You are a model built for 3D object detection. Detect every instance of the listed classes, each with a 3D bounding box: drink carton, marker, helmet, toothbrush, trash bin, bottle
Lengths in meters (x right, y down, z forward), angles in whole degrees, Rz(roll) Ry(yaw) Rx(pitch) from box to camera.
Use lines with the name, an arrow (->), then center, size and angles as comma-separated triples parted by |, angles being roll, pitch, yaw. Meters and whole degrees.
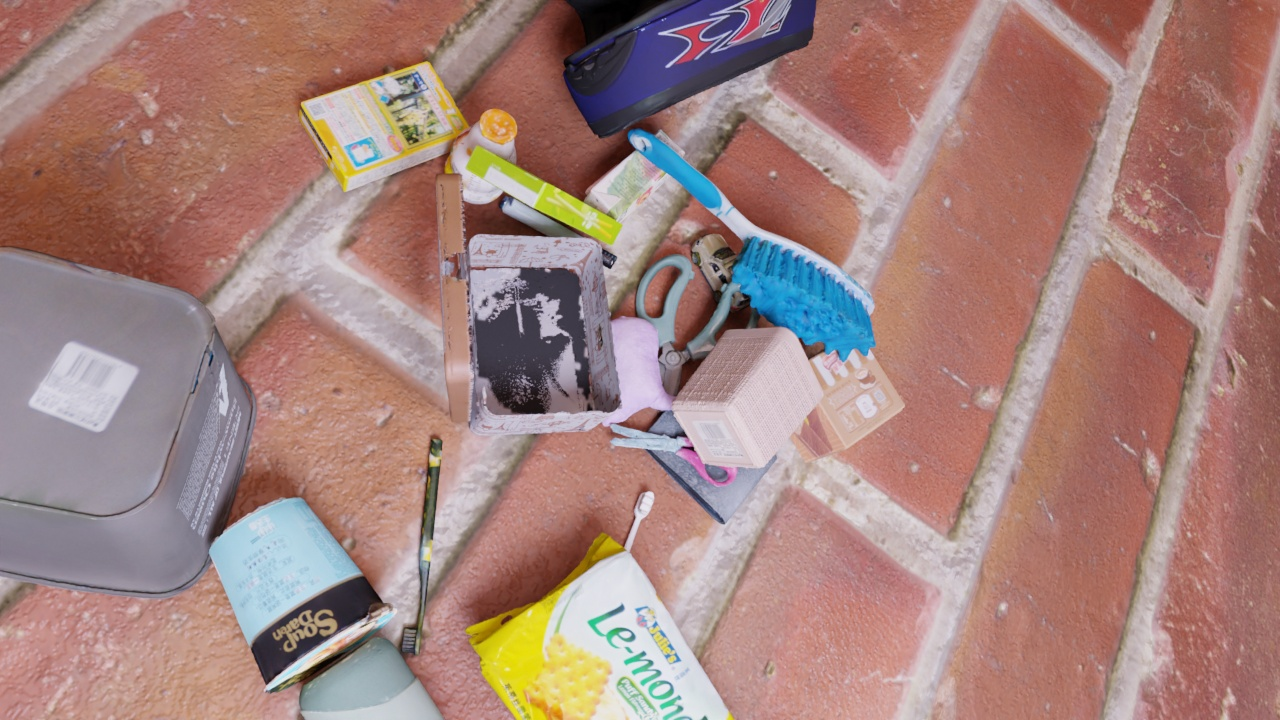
drink carton -> -0.011, -0.187, 0.961 | 0.045, 0.054, 0.122 | 44, 62, -1
marker -> -0.083, -0.129, 0.930 | 0.130, 0.022, 0.018 | 28, 98, -13
helmet -> 0.030, -0.388, 0.932 | 0.314, 0.248, 0.240 | -36, 106, -36
toothbrush -> -0.022, 0.202, 0.843 | 0.016, 0.016, 0.179 | 26, 66, -9
trash bin -> -0.382, 0.047, 0.635 | 0.198, 0.220, 0.198 | 15, 65, -18
toothbrush -> -0.188, 0.157, 0.793 | 0.017, 0.012, 0.185 | 5, 70, -9
bottle -> -0.148, -0.196, 0.876 | 0.063, 0.109, 0.063 | 8, 69, -21

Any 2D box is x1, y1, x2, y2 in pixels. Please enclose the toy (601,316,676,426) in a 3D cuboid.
toy -> -0.005, 0.005, 0.902 | 0.084, 0.039, 0.108 | -11, 71, -1

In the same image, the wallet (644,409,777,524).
wallet -> 0.068, 0.090, 0.920 | 0.121, 0.019, 0.097 | 44, 60, -2

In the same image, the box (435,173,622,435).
box -> -0.093, -0.040, 0.804 | 0.157, 0.218, 0.180 | -3, 71, -11

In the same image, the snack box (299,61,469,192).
snack box -> -0.246, -0.229, 0.891 | 0.140, 0.034, 0.087 | -30, 85, -26

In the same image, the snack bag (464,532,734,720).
snack bag -> -0.025, 0.290, 0.775 | 0.157, 0.068, 0.246 | -32, 92, -26

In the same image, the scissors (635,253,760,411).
scissors -> 0.032, -0.034, 0.937 | 0.161, 0.019, 0.179 | 38, 78, 12

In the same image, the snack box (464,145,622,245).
snack box -> -0.086, -0.151, 0.858 | 0.086, 0.156, 0.026 | 32, 97, 24

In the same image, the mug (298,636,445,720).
mug -> -0.215, 0.284, 0.707 | 0.112, 0.082, 0.106 | -35, 88, 3

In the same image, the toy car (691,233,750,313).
toy car -> 0.091, -0.097, 0.983 | 0.042, 0.035, 0.090 | -27, 81, -29

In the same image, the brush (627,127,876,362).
brush -> 0.106, -0.119, 0.919 | 0.314, 0.061, 0.109 | 31, 49, -7

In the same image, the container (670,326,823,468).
container -> 0.098, 0.038, 0.866 | 0.110, 0.090, 0.090 | -47, 120, -33

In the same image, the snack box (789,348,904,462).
snack box -> 0.199, 0.039, 0.956 | 0.092, 0.077, 0.094 | -29, 86, -28

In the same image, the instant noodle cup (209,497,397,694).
instant noodle cup -> -0.266, 0.174, 0.709 | 0.111, 0.111, 0.120 | -29, 77, -28

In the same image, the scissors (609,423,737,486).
scissors -> 0.033, 0.075, 0.894 | 0.137, 0.017, 0.072 | 18, 63, -9
